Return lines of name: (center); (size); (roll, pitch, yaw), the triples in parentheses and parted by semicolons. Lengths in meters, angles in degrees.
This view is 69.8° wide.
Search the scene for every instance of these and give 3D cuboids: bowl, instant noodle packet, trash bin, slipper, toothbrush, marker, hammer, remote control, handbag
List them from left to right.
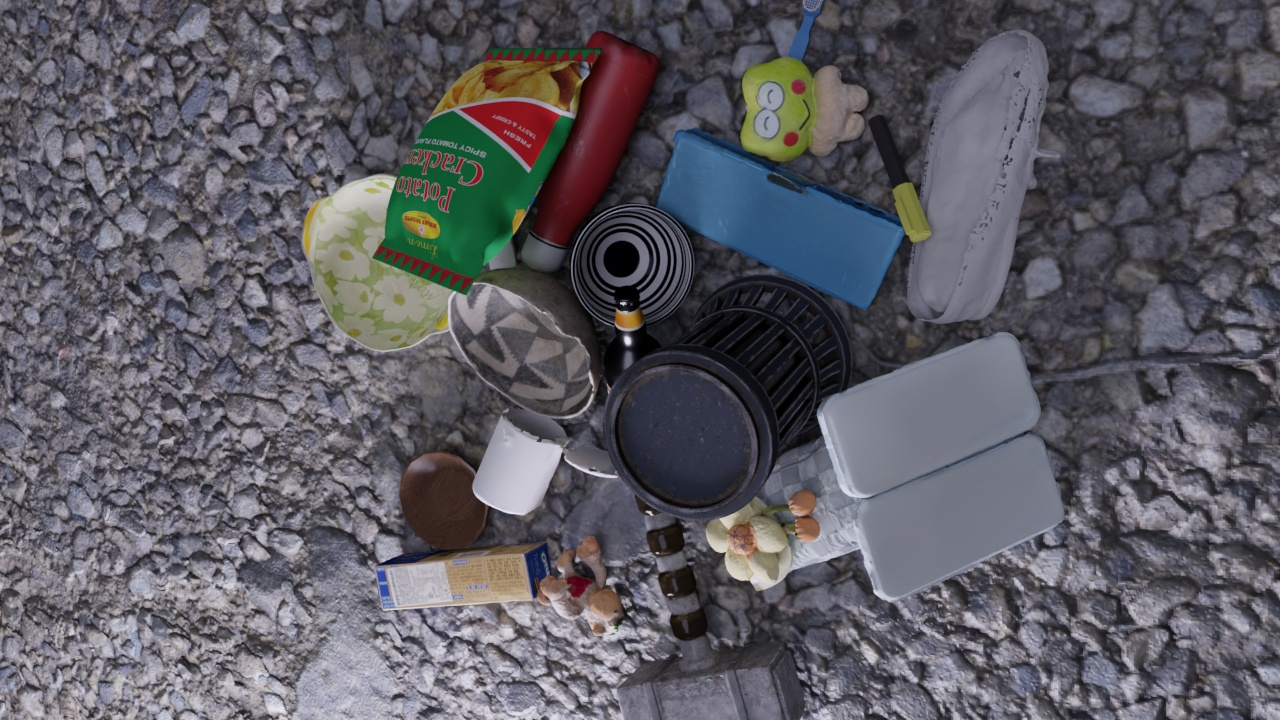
bowl: (-0.269, -0.107, 1.010); (0.219, 0.060, 0.189); (29, 108, 16)
bowl: (-0.219, 0.157, 1.050); (0.118, 0.030, 0.118); (4, 100, 21)
instant noodle packet: (-0.154, -0.191, 0.877); (0.196, 0.090, 0.252); (22, 82, 47)
remote control: (-0.157, -0.162, 0.982); (0.033, 0.012, 0.131); (-9, 96, 25)
bowl: (-0.104, -0.029, 0.935); (0.178, 0.081, 0.179); (23, 140, 20)
bowl: (-0.013, -0.096, 0.901); (0.120, 0.066, 0.120); (-3, 105, -12)
hammer: (0.040, 0.236, 0.943); (0.177, 0.079, 0.326); (-17, 87, 23)
trash bin: (0.077, 0.029, 0.794); (0.164, 0.226, 0.164); (8, 110, 23)
toothbrush: (0.139, -0.271, 0.846); (0.016, 0.014, 0.167); (23, 107, 16)
handbag: (0.147, 0.141, 0.854); (0.172, 0.123, 0.112); (-32, 81, 28)
marker: (0.224, -0.161, 0.805); (0.018, 0.021, 0.123); (-44, 54, 54)
slipper: (0.292, -0.150, 0.776); (0.112, 0.074, 0.247); (22, 107, 49)

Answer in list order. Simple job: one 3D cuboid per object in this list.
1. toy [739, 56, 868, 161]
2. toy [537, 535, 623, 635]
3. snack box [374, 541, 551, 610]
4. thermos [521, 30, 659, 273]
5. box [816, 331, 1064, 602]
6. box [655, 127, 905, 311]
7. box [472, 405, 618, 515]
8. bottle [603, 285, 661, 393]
toy: (0.147, -0.226, 0.830); (0.115, 0.046, 0.092); (3, 106, 4)
toy: (-0.059, 0.256, 0.981); (0.106, 0.085, 0.074); (51, 134, -3)
snack box: (-0.202, 0.246, 1.046); (0.207, 0.057, 0.056); (-9, 92, 23)
thermos: (-0.059, -0.197, 0.905); (0.073, 0.073, 0.240); (30, 109, 14)
box: (0.263, 0.089, 0.787); (0.208, 0.037, 0.189); (-17, 89, -17)
box: (0.130, -0.137, 0.865); (0.231, 0.052, 0.093); (27, 124, 16)
box: (-0.099, 0.125, 0.973); (0.150, 0.080, 0.106); (28, 107, 19)
bottle: (-0.005, 0.005, 0.879); (0.059, 0.059, 0.182); (12, 136, 19)
